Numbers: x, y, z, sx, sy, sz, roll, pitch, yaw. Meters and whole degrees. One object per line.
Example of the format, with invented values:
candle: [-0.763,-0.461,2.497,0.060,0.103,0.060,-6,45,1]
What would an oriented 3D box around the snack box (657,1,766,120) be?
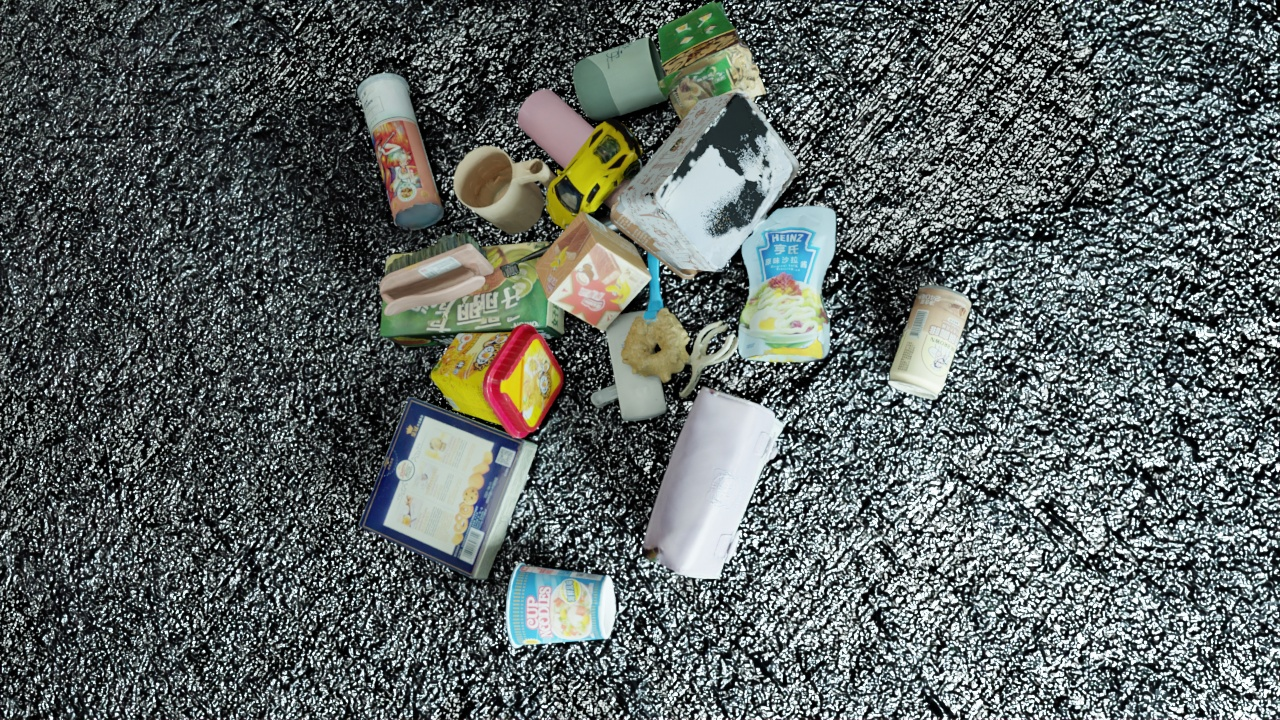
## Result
snack box: [0.079,-0.371,1.147,0.118,0.118,0.105,-22,60,12]

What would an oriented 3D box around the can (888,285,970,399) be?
can: [0.319,-0.020,1.014,0.058,0.058,0.116,18,85,20]

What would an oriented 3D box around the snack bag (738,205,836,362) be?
snack bag: [0.174,-0.093,1.090,0.110,0.039,0.190,-1,76,23]

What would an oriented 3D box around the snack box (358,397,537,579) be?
snack box: [-0.245,0.160,1.166,0.183,0.045,0.178,19,85,21]

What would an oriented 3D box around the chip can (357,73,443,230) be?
chip can: [-0.333,-0.290,1.277,0.071,0.071,0.214,-23,73,12]

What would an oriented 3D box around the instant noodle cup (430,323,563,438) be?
instant noodle cup: [-0.180,0.021,1.135,0.124,0.116,0.116,7,52,31]

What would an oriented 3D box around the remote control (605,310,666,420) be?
remote control: [-0.007,0.007,1.129,0.056,0.019,0.135,-11,74,-1]

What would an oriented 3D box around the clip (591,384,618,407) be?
clip: [-0.033,0.042,1.140,0.056,0.028,0.024,-25,74,1]

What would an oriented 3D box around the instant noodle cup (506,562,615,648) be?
instant noodle cup: [-0.089,0.285,1.069,0.110,0.099,0.099,-2,78,10]

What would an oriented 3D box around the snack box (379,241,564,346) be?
snack box: [-0.218,-0.084,1.199,0.240,0.063,0.114,-2,76,17]

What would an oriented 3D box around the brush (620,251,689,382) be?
brush: [0.018,-0.091,1.125,0.083,0.046,0.254,-8,66,19]

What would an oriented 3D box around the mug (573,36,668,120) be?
mug: [-0.026,-0.371,1.195,0.106,0.082,0.111,-14,44,15]

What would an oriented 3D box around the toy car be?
toy car: [-0.061,-0.224,1.125,0.156,0.041,0.071,-44,76,25]

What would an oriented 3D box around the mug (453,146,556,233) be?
mug: [-0.163,-0.222,1.189,0.125,0.103,0.084,-8,76,16]

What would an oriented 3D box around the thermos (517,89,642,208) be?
thermos: [-0.072,-0.276,1.184,0.067,0.087,0.198,-28,62,-36]

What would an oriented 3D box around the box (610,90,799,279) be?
box: [0.068,-0.206,1.095,0.181,0.148,0.158,-52,31,-14]

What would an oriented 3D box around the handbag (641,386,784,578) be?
handbag: [0.079,0.137,1.013,0.098,0.145,0.197,21,86,23]

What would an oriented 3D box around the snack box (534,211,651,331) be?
snack box: [-0.058,-0.107,1.111,0.094,0.092,0.077,-46,39,18]

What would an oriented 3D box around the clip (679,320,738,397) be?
clip: [0.068,-0.011,1.110,0.104,0.034,0.076,-35,72,17]

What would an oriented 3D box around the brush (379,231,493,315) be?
brush: [-0.262,-0.103,1.148,0.146,0.063,0.073,-18,62,13]

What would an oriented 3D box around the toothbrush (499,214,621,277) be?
toothbrush: [-0.075,-0.151,1.138,0.212,0.026,0.027,-24,91,-4]
